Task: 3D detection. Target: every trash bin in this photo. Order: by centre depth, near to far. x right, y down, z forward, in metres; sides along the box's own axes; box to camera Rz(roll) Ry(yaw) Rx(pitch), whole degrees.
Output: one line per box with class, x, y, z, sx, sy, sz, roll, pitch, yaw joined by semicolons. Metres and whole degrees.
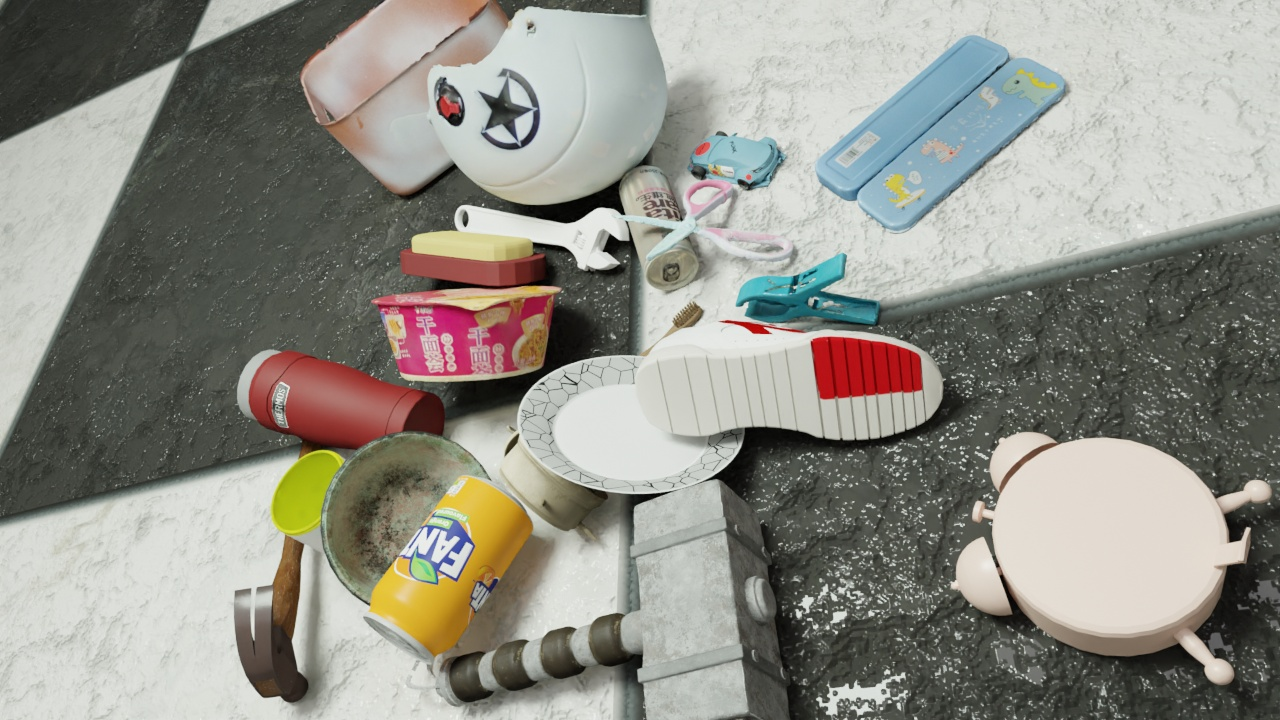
trash bin;-0.270;-0.357;1.166;0.260;0.157;0.181;-37;48;4

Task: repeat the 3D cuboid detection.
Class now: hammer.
hammer;-0.050;0.222;0.702;0.327;0.079;0.176;-22;50;22
hammer;-0.337;0.168;0.896;0.033;0.115;0.322;-8;44;-2

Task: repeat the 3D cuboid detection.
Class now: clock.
clock;0.290;0.111;0.578;0.161;0.086;0.130;9;63;41
clock;-0.088;0.097;0.797;0.054;0.093;0.141;-49;41;1

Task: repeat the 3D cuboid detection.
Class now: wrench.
wrench;-0.117;-0.144;1.008;0.274;0.018;0.066;15;103;40

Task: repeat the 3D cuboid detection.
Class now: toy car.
toy car;0.092;-0.212;0.943;0.108;0.027;0.060;20;71;38

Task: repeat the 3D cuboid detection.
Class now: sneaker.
sneaker;0.120;0.003;0.750;0.237;0.090;0.104;-4;27;17

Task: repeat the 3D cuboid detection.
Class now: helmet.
helmet;-0.091;-0.248;0.969;0.265;0.235;0.163;-19;92;36

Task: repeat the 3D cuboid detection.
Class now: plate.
plate;-0.008;0.054;0.772;0.188;0.016;0.188;2;33;-2

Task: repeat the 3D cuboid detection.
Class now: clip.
clip;0.144;-0.050;0.798;0.121;0.104;0.027;-2;54;37

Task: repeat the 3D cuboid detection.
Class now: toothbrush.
toothbrush;-0.005;0.005;0.859;0.167;0.016;0.016;-44;47;-3

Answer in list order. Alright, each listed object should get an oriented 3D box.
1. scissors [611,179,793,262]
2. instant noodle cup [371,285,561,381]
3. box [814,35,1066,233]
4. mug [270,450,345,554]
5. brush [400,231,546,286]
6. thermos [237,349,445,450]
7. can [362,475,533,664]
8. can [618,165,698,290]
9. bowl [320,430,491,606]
scissors;0.067;-0.125;0.864;0.173;0.014;0.170;27;42;20
instant noodle cup;-0.163;-0.026;0.880;0.179;0.178;0.078;3;100;31
box;0.273;-0.214;0.847;0.209;0.021;0.125;-41;47;0
mug;-0.276;0.143;0.858;0.083;0.106;0.082;-15;52;20
brush;-0.182;-0.113;0.993;0.174;0.082;0.042;10;108;34
thermos;-0.298;0.045;0.938;0.199;0.107;0.084;13;106;19
can;-0.156;0.170;0.757;0.079;0.079;0.142;12;54;35
can;0.016;-0.135;0.917;0.054;0.054;0.135;-26;49;12
bowl;-0.203;0.143;0.809;0.039;0.157;0.157;-25;40;57
